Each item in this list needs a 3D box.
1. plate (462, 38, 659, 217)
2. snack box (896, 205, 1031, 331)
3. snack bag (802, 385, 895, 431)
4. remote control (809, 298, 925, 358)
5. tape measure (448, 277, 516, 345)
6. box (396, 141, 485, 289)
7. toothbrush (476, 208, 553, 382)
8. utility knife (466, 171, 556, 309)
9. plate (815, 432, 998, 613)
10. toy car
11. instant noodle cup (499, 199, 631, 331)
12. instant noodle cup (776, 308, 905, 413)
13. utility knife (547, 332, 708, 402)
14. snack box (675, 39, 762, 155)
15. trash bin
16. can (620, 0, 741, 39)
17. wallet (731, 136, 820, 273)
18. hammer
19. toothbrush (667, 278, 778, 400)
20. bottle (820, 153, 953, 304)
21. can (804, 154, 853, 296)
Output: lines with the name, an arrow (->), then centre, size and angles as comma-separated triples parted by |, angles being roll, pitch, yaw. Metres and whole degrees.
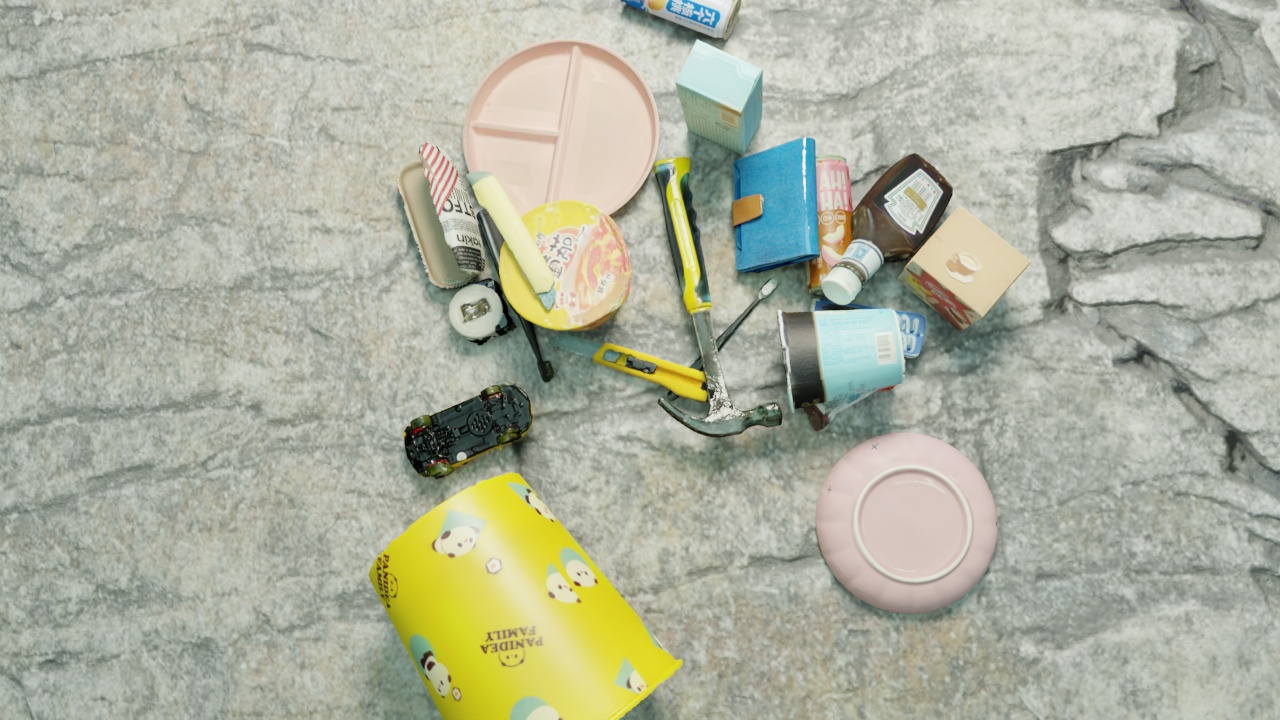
plate -> -0.092, -0.260, 1.066 | 0.229, 0.028, 0.229 | -1, 82, 5
snack box -> 0.338, -0.095, 0.971 | 0.093, 0.094, 0.077 | 42, 88, 8
snack bag -> 0.226, 0.034, 1.000 | 0.105, 0.026, 0.045 | -29, 83, 2
remote control -> 0.246, -0.035, 1.008 | 0.125, 0.024, 0.049 | 10, 84, 11
tape measure -> -0.183, -0.053, 1.045 | 0.066, 0.033, 0.065 | -24, 80, 1
box -> -0.233, -0.161, 1.050 | 0.088, 0.076, 0.162 | -26, 81, 24
toothbrush -> -0.141, -0.075, 1.047 | 0.027, 0.026, 0.212 | -30, 77, 46
utility knife -> -0.130, -0.128, 0.946 | 0.031, 0.018, 0.167 | -31, 79, 6
plate -> 0.284, 0.172, 0.971 | 0.192, 0.039, 0.192 | -1, 83, 5
toy car -> -0.191, 0.078, 1.025 | 0.156, 0.041, 0.071 | -25, 81, 3
instant noodle cup -> -0.075, -0.092, 1.002 | 0.138, 0.110, 0.138 | -1, 82, 5
instant noodle cup -> 0.209, -0.007, 0.956 | 0.120, 0.111, 0.111 | -8, 82, 9
utility knife -> -0.006, 0.006, 1.023 | 0.209, 0.015, 0.033 | 17, 84, 10
snack box -> 0.087, -0.275, 0.977 | 0.074, 0.175, 0.051 | 28, 92, 7
trash bin -> -0.123, 0.266, 0.914 | 0.229, 0.229, 0.255 | -38, 75, 0
can -> 0.046, -0.418, 1.059 | 0.134, 0.053, 0.053 | 24, 85, 8
wallet -> 0.147, -0.168, 1.005 | 0.107, 0.040, 0.133 | -9, 78, 46
hammer -> 0.059, -0.073, 1.010 | 0.126, 0.032, 0.323 | -11, 76, -1
toothbrush -> 0.092, -0.024, 1.026 | 0.015, 0.018, 0.181 | 42, 90, 1
bottle -> 0.257, -0.136, 0.974 | 0.080, 0.044, 0.194 | 43, 66, -4
can -> 0.206, -0.147, 1.009 | 0.058, 0.058, 0.147 | -4, 83, 5
